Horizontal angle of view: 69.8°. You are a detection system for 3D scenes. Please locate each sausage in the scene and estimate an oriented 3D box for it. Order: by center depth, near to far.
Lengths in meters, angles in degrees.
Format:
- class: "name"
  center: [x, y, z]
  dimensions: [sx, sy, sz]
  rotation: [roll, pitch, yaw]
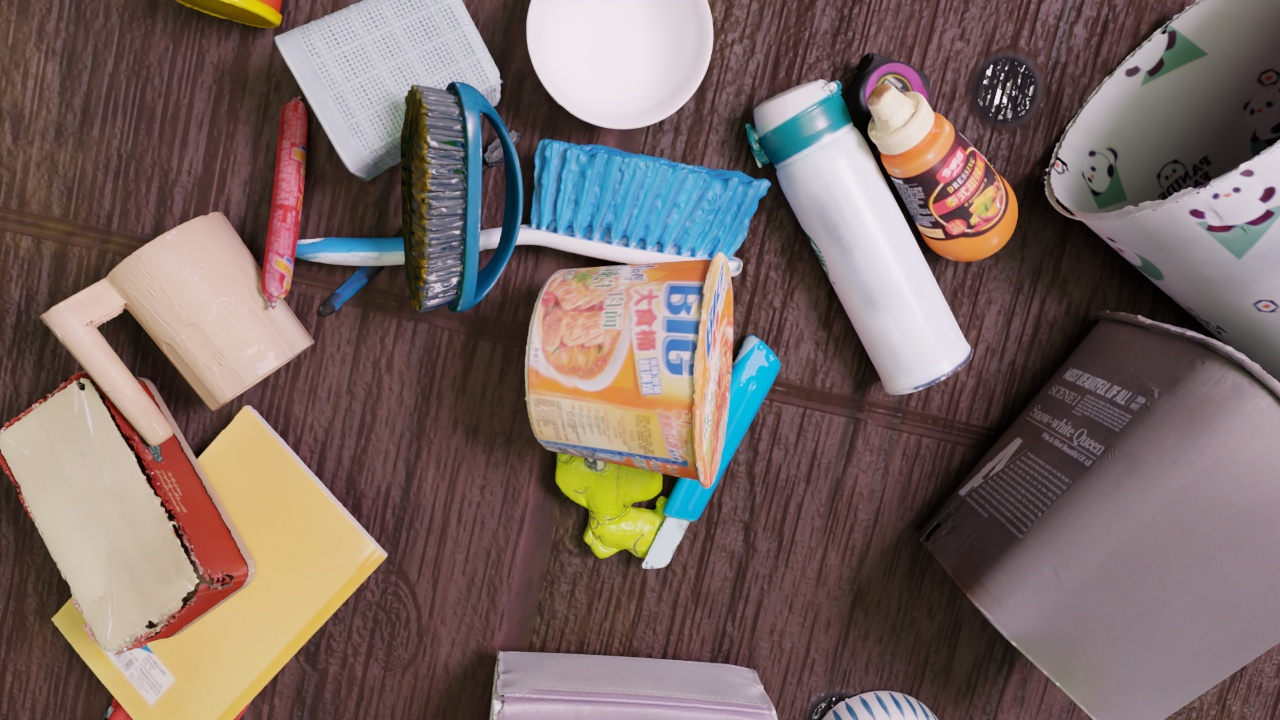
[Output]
- class: "sausage"
  center: [-0.231, -0.106, 0.600]
  dimensions: [0.020, 0.020, 0.155]
  rotation: [1, 73, -6]

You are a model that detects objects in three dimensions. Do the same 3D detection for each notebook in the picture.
- class: "notebook"
  center: [-0.287, 0.153, 0.619]
  dimensions: [0.146, 0.010, 0.206]
  rotation: [43, 93, 10]

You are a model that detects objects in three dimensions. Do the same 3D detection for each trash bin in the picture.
- class: "trash bin"
  center: [0.443, -0.099, 0.598]
  dimensions: [0.252, 0.229, 0.229]
  rotation: [40, 92, -15]
- class: "trash bin"
  center: [0.333, 0.112, 0.629]
  dimensions: [0.198, 0.199, 0.220]
  rotation: [44, 98, -8]

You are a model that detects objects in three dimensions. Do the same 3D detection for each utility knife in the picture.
- class: "utility knife"
  center: [0.050, 0.070, 0.666]
  dimensions: [0.034, 0.018, 0.185]
  rotation: [29, 86, -12]

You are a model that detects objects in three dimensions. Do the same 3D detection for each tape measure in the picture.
- class: "tape measure"
  center: [0.172, -0.180, 0.645]
  dimensions: [0.057, 0.039, 0.058]
  rotation: [13, 89, -14]

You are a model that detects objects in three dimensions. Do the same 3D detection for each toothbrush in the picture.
- class: "toothbrush"
  center: [-0.154, -0.095, 0.637]
  dimensions: [0.189, 0.016, 0.014]
  rotation: [-42, 103, 2]

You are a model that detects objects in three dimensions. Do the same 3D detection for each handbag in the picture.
- class: "handbag"
  center: [-0.013, 0.291, 0.659]
  dimensions: [0.197, 0.098, 0.145]
  rotation: [7, 95, -7]

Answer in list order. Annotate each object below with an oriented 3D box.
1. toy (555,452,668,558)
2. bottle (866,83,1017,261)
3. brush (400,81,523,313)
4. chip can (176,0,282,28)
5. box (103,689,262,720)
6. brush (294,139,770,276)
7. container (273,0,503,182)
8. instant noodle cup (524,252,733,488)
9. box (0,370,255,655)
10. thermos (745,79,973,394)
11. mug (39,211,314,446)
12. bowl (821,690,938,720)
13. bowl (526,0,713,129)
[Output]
- class: "toy"
  center: [-0.016, 0.095, 0.667]
  dimensions: [0.096, 0.031, 0.100]
  rotation: [4, 99, -14]
- class: "bottle"
  center: [0.197, -0.130, 0.619]
  dimensions: [0.067, 0.067, 0.149]
  rotation: [-49, 123, 2]
- class: "brush"
  center: [-0.108, -0.097, 0.563]
  dimensions: [0.073, 0.055, 0.144]
  rotation: [-7, 120, -27]
- class: "chip can"
  center: [-0.238, -0.324, 0.571]
  dimensions: [0.073, 0.073, 0.216]
  rotation: [15, 95, -7]
- class: "box"
  center: [-0.299, 0.201, 0.653]
  dimensions: [0.087, 0.047, 0.201]
  rotation: [35, 92, -6]
- class: "brush"
  center: [-0.073, -0.097, 0.619]
  dimensions: [0.314, 0.060, 0.109]
  rotation: [8, 108, -9]
- class: "container"
  center: [-0.155, -0.183, 0.590]
  dimensions: [0.111, 0.090, 0.090]
  rotation: [-29, 100, -4]
- class: "instant noodle cup"
  center: [-0.004, 0.004, 0.597]
  dimensions: [0.111, 0.151, 0.151]
  rotation: [4, 97, 12]
- class: "box"
  center: [-0.336, 0.096, 0.587]
  dimensions: [0.091, 0.077, 0.168]
  rotation: [-35, 80, 4]
- class: "thermos"
  center: [0.150, -0.087, 0.643]
  dimensions: [0.073, 0.073, 0.224]
  rotation: [-30, 99, -1]
- class: "mug"
  center: [-0.291, -0.020, 0.590]
  dimensions: [0.124, 0.084, 0.103]
  rotation: [-40, 102, -27]
- class: "bowl"
  center: [0.190, 0.320, 0.698]
  dimensions: [0.116, 0.066, 0.116]
  rotation: [-1, 98, -6]
- class: "bowl"
  center: [-0.015, -0.210, 0.610]
  dimensions: [0.118, 0.064, 0.118]
  rotation: [-1, 97, -5]
